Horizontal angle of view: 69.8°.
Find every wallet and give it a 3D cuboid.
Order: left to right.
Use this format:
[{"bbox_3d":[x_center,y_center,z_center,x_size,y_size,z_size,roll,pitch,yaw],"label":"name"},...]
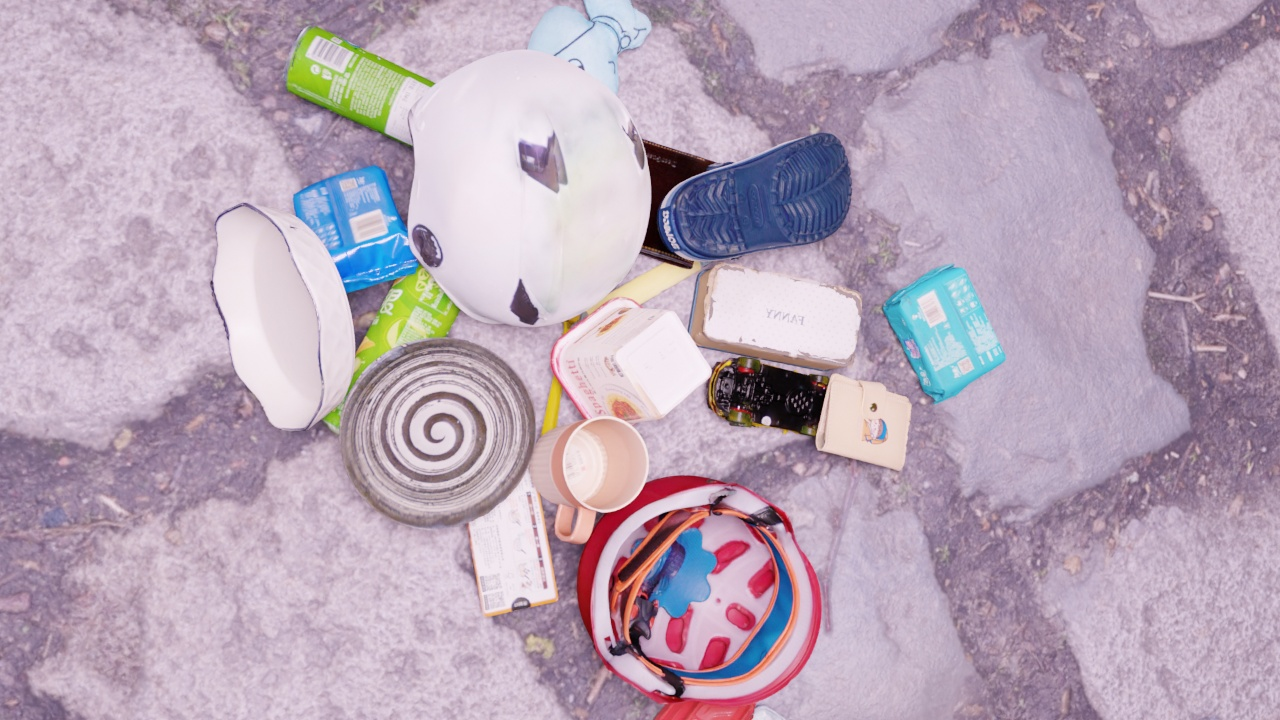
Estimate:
[{"bbox_3d":[0.024,-0.164,0.955,0.096,0.020,0.122,18,76,-9],"label":"wallet"},{"bbox_3d":[0.239,0.063,0.970,0.115,0.024,0.087,15,78,-27],"label":"wallet"}]

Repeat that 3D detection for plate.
[{"bbox_3d":[-0.314,-0.039,0.807,0.045,0.205,0.205,-19,90,-41],"label":"plate"},{"bbox_3d":[-0.185,0.066,0.844,0.179,0.024,0.179,-4,100,-22],"label":"plate"}]

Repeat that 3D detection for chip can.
[{"bbox_3d":[-0.224,-0.022,0.875,0.072,0.073,0.221,27,81,-8],"label":"chip can"},{"bbox_3d":[-0.218,-0.242,0.890,0.236,0.072,0.072,23,82,-9],"label":"chip can"}]

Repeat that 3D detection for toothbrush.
[{"bbox_3d":[-0.082,0.030,0.915,0.015,0.017,0.190,16,75,-29],"label":"toothbrush"}]

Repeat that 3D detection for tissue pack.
[{"bbox_3d":[-0.268,-0.121,0.859,0.095,0.052,0.157,-19,49,-12],"label":"tissue pack"},{"bbox_3d":[0.329,-0.029,0.994,0.093,0.050,0.133,-27,92,-13],"label":"tissue pack"}]

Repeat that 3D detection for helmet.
[{"bbox_3d":[-0.076,-0.139,0.818,0.228,0.146,0.259,-22,122,-39],"label":"helmet"},{"bbox_3d":[0.045,0.212,0.881,0.240,0.144,0.206,37,81,-24],"label":"helmet"}]

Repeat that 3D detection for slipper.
[{"bbox_3d":[0.114,-0.157,0.937,0.252,0.095,0.105,-25,105,-33],"label":"slipper"}]

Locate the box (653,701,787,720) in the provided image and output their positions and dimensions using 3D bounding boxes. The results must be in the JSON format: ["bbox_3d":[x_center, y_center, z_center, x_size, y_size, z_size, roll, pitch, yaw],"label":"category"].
[{"bbox_3d":[0.063,0.421,0.912,0.161,0.059,0.201,37,80,9],"label":"box"}]

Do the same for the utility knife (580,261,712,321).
[{"bbox_3d":[0.006,-0.074,0.951,0.167,0.018,0.031,-30,96,-10],"label":"utility knife"}]

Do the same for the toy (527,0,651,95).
[{"bbox_3d":[-0.058,-0.322,0.938,0.156,0.050,0.161,-26,87,-14],"label":"toy"}]

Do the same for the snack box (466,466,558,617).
[{"bbox_3d":[-0.132,0.169,0.905,0.075,0.026,0.153,-10,88,-12],"label":"snack box"}]

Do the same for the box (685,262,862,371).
[{"bbox_3d":[0.134,-0.045,0.954,0.184,0.062,0.089,13,83,-8],"label":"box"}]

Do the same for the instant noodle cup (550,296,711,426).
[{"bbox_3d":[-0.005,0.005,0.876,0.116,0.124,0.116,-39,106,-22],"label":"instant noodle cup"}]

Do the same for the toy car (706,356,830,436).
[{"bbox_3d":[0.143,0.041,0.957,0.155,0.041,0.071,11,86,-20],"label":"toy car"}]

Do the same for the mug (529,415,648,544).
[{"bbox_3d":[-0.054,0.111,0.849,0.081,0.106,0.114,16,77,-22],"label":"mug"}]
